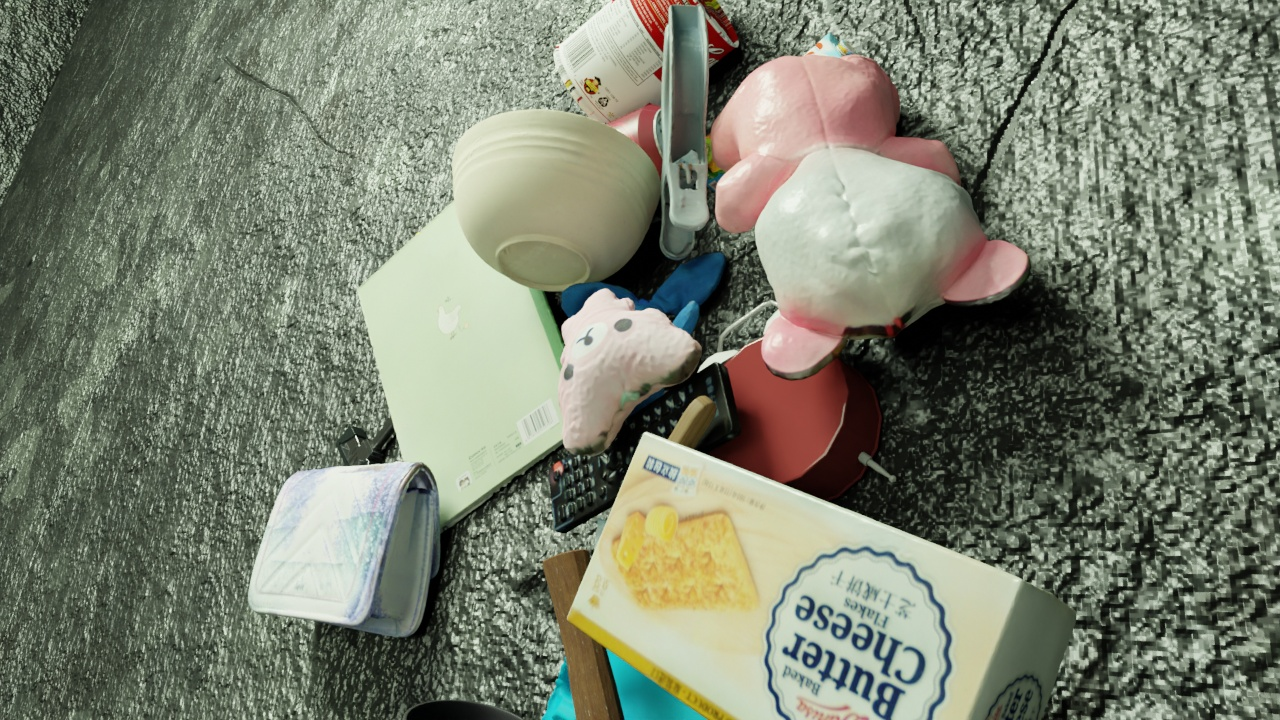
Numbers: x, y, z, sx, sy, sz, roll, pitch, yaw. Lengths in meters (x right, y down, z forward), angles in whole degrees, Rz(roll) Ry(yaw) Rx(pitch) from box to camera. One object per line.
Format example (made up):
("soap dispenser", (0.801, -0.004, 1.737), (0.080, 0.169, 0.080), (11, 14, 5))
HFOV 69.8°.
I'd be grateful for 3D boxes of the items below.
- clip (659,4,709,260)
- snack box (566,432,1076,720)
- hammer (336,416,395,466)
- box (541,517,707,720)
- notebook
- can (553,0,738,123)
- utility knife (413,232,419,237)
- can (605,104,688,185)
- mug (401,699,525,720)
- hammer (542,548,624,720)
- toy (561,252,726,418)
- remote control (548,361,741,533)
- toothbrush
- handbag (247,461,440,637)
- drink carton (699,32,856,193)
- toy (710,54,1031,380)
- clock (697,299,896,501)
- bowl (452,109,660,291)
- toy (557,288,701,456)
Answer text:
("clip", (0.029, -0.154, 0.586), (0.028, 0.107, 0.163), (0, 85, -3))
("snack box", (0.063, 0.112, 0.398), (0.208, 0.057, 0.104), (17, 81, 49))
("hammer", (-0.146, -0.020, 0.777), (0.325, 0.015, 0.095), (-50, 46, 8))
("box", (0.050, 0.163, 0.485), (0.227, 0.056, 0.185), (9, 82, 43))
("notebook", (-0.144, -0.010, 0.738), (0.182, 0.010, 0.252), (-37, 60, 23))
("can", (0.004, -0.242, 0.709), (0.117, 0.086, 0.086), (-33, 51, 24))
("utility knife", (-0.165, -0.106, 0.838), (0.163, 0.017, 0.030), (6, 82, 39))
("can", (-0.019, -0.147, 0.696), (0.114, 0.063, 0.063), (-14, 60, 36))
("mug", (-0.096, 0.272, 0.547), (0.119, 0.085, 0.100), (11, 88, 13))
("hammer", (-0.002, 0.254, 0.453), (0.116, 0.033, 0.322), (-30, 64, 34))
("toy", (-0.004, 0.004, 0.606), (0.113, 0.071, 0.176), (-8, 63, 26))
("remote control", (0.001, 0.056, 0.544), (0.151, 0.022, 0.047), (-34, 51, 34))
("toothbrush", (-0.003, 0.090, 0.509), (0.016, 0.016, 0.167), (45, 113, 38))
("handbag", (-0.227, 0.145, 0.722), (0.159, 0.069, 0.126), (-7, 65, 38))
("drink carton", (0.094, -0.164, 0.624), (0.129, 0.038, 0.044), (-36, 49, 23))
("toy", (0.113, -0.092, 0.517), (0.142, 0.084, 0.212), (-14, 52, 7))
("clock", (0.083, 0.025, 0.530), (0.096, 0.048, 0.137), (-36, 49, 22))
("bowl", (-0.063, -0.097, 0.645), (0.151, 0.150, 0.075), (-13, 59, 36))
("toy", (-0.018, -0.002, 0.542), (0.099, 0.052, 0.095), (-41, 50, 15))
